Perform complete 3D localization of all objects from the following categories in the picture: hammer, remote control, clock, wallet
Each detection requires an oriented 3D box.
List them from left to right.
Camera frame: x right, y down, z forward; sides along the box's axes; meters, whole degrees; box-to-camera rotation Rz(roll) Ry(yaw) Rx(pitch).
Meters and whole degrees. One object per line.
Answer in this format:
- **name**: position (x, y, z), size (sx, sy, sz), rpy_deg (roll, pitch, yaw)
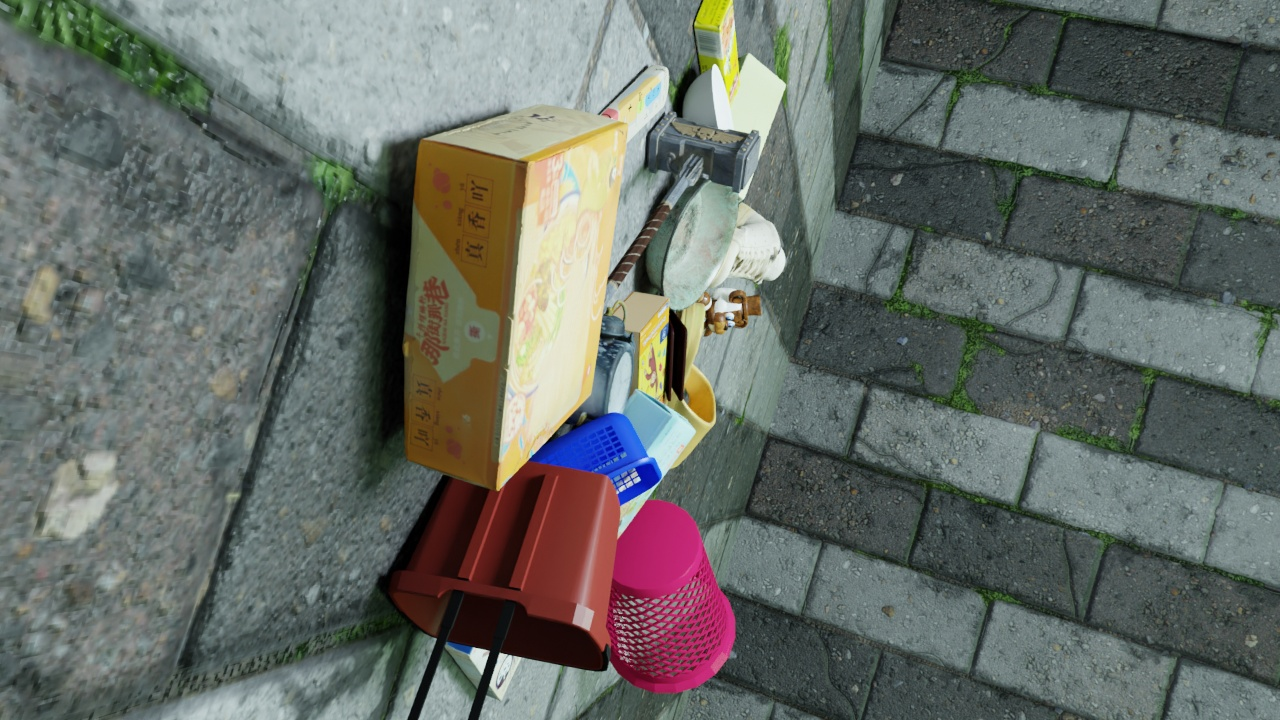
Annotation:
- **clock**: position (-0.038, 0.006, 0.840), size (0.090, 0.052, 0.129), rpy_deg (58, 46, -71)
- **remote control**: position (-0.007, -0.212, 0.776), size (0.125, 0.018, 0.038), rpy_deg (-56, 158, -45)
- **hammer**: position (0.012, -0.118, 0.785), size (0.320, 0.098, 0.044), rpy_deg (-59, 160, -44)
- **wallet**: position (0.030, -0.017, 1.035), size (0.115, 0.018, 0.092), rpy_deg (-113, -157, -65)

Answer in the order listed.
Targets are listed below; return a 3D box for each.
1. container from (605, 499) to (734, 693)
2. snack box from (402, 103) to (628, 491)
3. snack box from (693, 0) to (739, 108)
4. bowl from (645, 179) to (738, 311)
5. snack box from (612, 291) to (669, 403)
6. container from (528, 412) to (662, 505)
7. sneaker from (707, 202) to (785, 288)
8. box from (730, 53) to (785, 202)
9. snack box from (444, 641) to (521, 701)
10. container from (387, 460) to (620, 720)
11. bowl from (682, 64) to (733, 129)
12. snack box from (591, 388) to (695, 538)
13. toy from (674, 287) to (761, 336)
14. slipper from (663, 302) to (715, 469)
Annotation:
- **container**: position (0.024, 0.295, 1.188), size (0.226, 0.183, 0.182), rpy_deg (79, 30, -47)
- **snack box**: position (-0.080, -0.045, 0.553), size (0.144, 0.081, 0.196), rpy_deg (-48, 151, -60)
- **snack box**: position (0.082, -0.321, 0.968), size (0.148, 0.029, 0.040), rpy_deg (64, 44, -70)
- **bowl**: position (0.051, -0.133, 0.995), size (0.157, 0.038, 0.158), rpy_deg (-46, 151, -36)
- **snack box**: position (-0.006, 0.006, 0.952), size (0.088, 0.040, 0.126), rpy_deg (-52, 149, -56)
- **container**: position (-0.046, 0.097, 0.798), size (0.114, 0.058, 0.096), rpy_deg (-27, 158, -3)
- **sneaker**: position (0.134, -0.132, 1.190), size (0.089, 0.102, 0.240), rpy_deg (-56, 179, 29)
- **box**: position (0.104, -0.270, 1.070), size (0.077, 0.089, 0.187), rpy_deg (45, 59, -39)
- **snack box**: position (-0.128, 0.238, 0.805), size (0.150, 0.026, 0.081), rpy_deg (86, 26, -57)
- **container**: position (-0.093, 0.174, 0.620), size (0.127, 0.148, 0.200), rpy_deg (82, 19, -57)
- **bowl**: position (0.067, -0.244, 0.946), size (0.109, 0.041, 0.110), rpy_deg (-8, 90, -74)
- **snack box**: position (-0.023, 0.115, 0.892), size (0.174, 0.053, 0.075), rpy_deg (-53, 155, 0)
- **toy**: position (0.098, -0.060, 1.172), size (0.087, 0.113, 0.067), rpy_deg (75, 12, -57)
- **slipper**: position (0.058, 0.045, 1.147), size (0.099, 0.078, 0.264), rpy_deg (-85, -175, -54)
